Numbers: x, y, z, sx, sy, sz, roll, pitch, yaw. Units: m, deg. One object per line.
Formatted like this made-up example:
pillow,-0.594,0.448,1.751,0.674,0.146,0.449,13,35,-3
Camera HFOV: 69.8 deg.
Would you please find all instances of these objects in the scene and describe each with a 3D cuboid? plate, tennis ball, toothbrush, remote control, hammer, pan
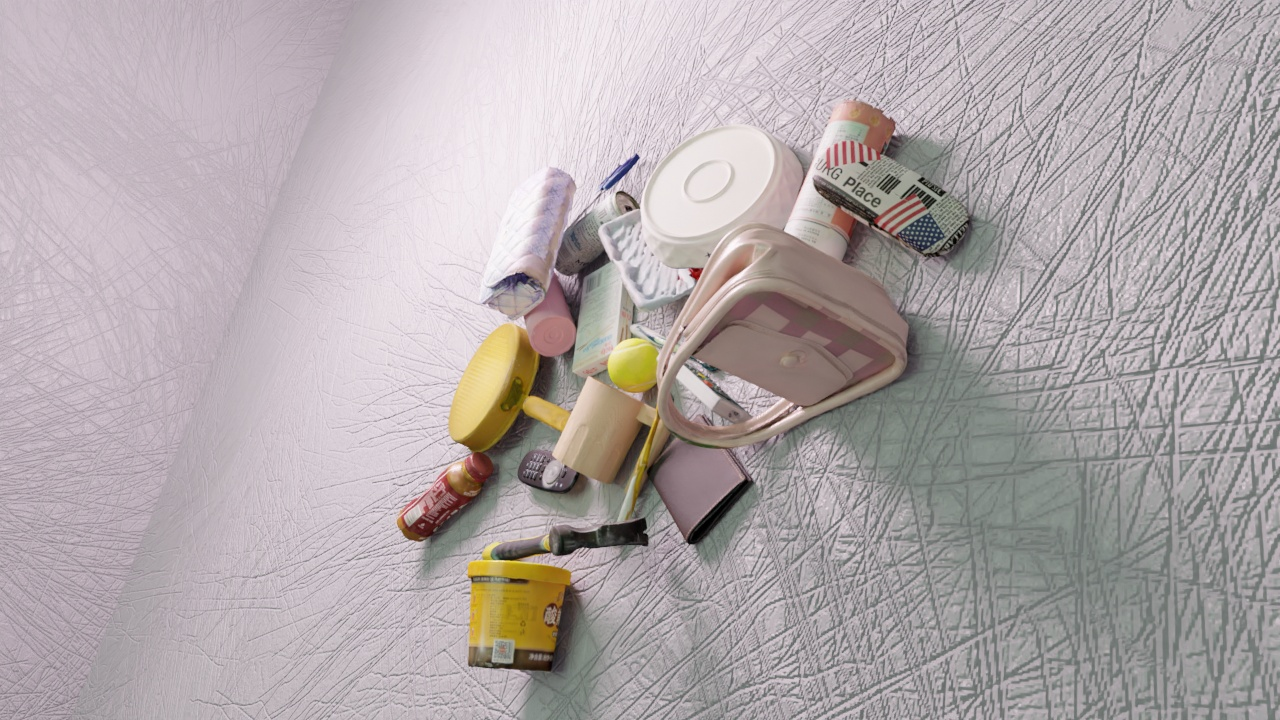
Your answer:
plate,0.087,-0.200,1.085,0.205,0.045,0.204,-17,52,22
tennis ball,-0.006,0.006,1.096,0.066,0.065,0.065,-30,46,36
toothbrush,0.003,0.123,1.022,0.018,0.016,0.191,26,99,53
remote control,0.068,0.028,0.998,0.019,0.056,0.135,-56,35,7
remote control,-0.113,0.143,1.171,0.137,0.024,0.053,4,64,54
hammer,-0.100,0.209,1.043,0.324,0.126,0.032,-27,67,58
pan,-0.165,0.055,1.267,0.358,0.078,0.197,17,80,63
toothbrush,0.035,-0.019,1.103,0.192,0.018,0.016,28,88,54

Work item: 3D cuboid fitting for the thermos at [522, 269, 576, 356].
thermos,-0.138,-0.093,1.310,0.198,0.067,0.087,-111,28,-54

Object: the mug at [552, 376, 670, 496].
mug,-0.030,0.090,1.071,0.125,0.084,0.103,26,89,28

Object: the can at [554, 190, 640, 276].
can,-0.066,-0.178,1.300,0.147,0.058,0.058,-32,45,34

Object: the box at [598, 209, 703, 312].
box,0.037,-0.152,1.158,0.161,0.058,0.201,-36,41,9

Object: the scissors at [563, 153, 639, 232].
scissors,-0.063,-0.237,1.320,0.172,0.012,0.133,-44,16,-4

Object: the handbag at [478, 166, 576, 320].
handbag,-0.157,-0.159,1.262,0.134,0.075,0.193,-28,43,47

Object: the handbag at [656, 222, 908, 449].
handbag,0.112,0.000,0.864,0.235,0.193,0.093,-48,30,32

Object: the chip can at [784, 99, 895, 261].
chip can,0.195,-0.160,0.953,0.071,0.071,0.214,12,76,53

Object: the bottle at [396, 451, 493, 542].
bottle,-0.278,0.194,1.313,0.175,0.057,0.057,-41,40,27

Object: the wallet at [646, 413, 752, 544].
wallet,0.059,0.124,0.978,0.096,0.020,0.122,-49,37,11

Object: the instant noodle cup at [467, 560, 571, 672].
instant noodle cup,-0.142,0.290,1.038,0.119,0.118,0.114,-16,62,45

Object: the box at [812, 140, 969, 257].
box,0.238,-0.155,0.884,0.164,0.052,0.069,41,100,27

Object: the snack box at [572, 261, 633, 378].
snack box,-0.047,-0.059,1.223,0.085,0.027,0.156,-25,49,40
